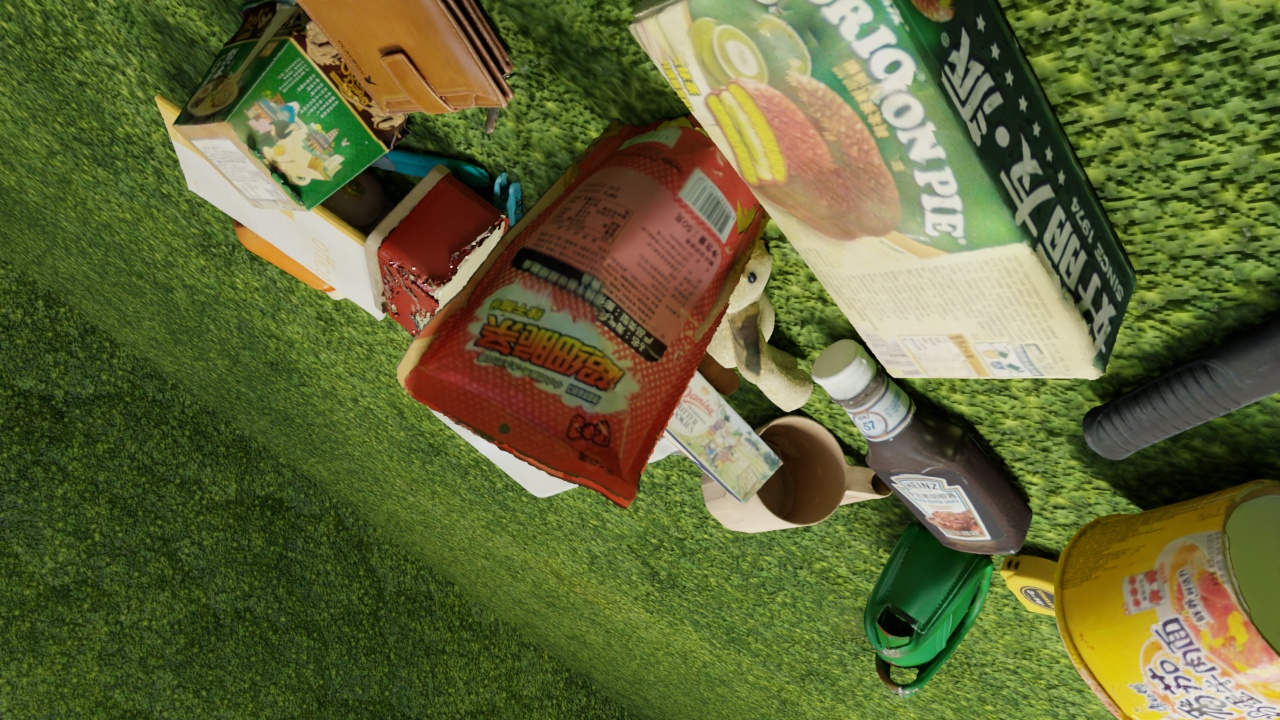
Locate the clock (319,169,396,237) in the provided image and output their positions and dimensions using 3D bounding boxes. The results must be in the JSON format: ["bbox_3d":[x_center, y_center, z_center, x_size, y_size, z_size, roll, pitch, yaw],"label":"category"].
[{"bbox_3d":[-0.258,-0.125,0.783,0.117,0.059,0.159,24,157,20],"label":"clock"}]

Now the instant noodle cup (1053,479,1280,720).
[{"bbox_3d":[0.321,0.134,0.501,0.138,0.137,0.110,32,149,0],"label":"instant noodle cup"}]

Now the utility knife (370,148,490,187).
[{"bbox_3d":[-0.172,-0.148,0.689,0.151,0.013,0.029,16,158,32],"label":"utility knife"}]

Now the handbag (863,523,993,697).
[{"bbox_3d":[0.232,0.207,0.753,0.068,0.120,0.131,25,158,29],"label":"handbag"}]

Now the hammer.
[{"bbox_3d":[0.285,-0.014,0.370,0.129,0.032,0.301,32,156,3],"label":"hammer"}]

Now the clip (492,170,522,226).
[{"bbox_3d":[-0.095,-0.115,0.659,0.047,0.014,0.057,32,158,6],"label":"clip"}]

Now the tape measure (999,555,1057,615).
[{"bbox_3d":[0.310,0.169,0.697,0.060,0.028,0.057,44,155,-26],"label":"tape measure"}]

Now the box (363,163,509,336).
[{"bbox_3d":[-0.151,-0.066,0.706,0.080,0.091,0.169,38,162,-1],"label":"box"}]

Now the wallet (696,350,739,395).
[{"bbox_3d":[0.012,-0.027,0.654,0.101,0.020,0.115,46,175,-31],"label":"wallet"}]

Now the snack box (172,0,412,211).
[{"bbox_3d":[-0.243,-0.166,0.626,0.118,0.105,0.118,11,148,41],"label":"snack box"}]

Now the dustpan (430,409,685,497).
[{"bbox_3d":[-0.094,0.023,0.930,0.258,0.142,0.222,-30,120,31],"label":"dustpan"}]

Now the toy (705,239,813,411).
[{"bbox_3d":[0.071,-0.022,0.590,0.157,0.066,0.105,52,-168,-46],"label":"toy"}]

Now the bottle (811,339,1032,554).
[{"bbox_3d":[0.187,0.061,0.620,0.195,0.044,0.080,44,153,-24],"label":"bottle"}]

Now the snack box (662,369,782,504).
[{"bbox_3d":[-0.004,0.004,0.660,0.182,0.045,0.178,46,176,-29],"label":"snack box"}]

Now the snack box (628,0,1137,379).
[{"bbox_3d":[0.113,-0.086,0.402,0.115,0.063,0.240,-1,139,51],"label":"snack box"}]

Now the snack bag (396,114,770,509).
[{"bbox_3d":[-0.016,-0.037,0.475,0.128,0.207,0.073,31,152,0],"label":"snack bag"}]

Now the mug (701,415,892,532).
[{"bbox_3d":[0.123,0.098,0.743,0.124,0.084,0.104,10,163,-16],"label":"mug"}]

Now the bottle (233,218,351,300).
[{"bbox_3d":[-0.328,-0.106,0.909,0.067,0.066,0.149,13,157,37],"label":"bottle"}]

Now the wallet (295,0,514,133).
[{"bbox_3d":[-0.138,-0.191,0.548,0.131,0.035,0.119,10,142,42],"label":"wallet"}]

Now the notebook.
[{"bbox_3d":[-0.296,-0.118,0.754,0.206,0.010,0.146,35,157,-3],"label":"notebook"}]
